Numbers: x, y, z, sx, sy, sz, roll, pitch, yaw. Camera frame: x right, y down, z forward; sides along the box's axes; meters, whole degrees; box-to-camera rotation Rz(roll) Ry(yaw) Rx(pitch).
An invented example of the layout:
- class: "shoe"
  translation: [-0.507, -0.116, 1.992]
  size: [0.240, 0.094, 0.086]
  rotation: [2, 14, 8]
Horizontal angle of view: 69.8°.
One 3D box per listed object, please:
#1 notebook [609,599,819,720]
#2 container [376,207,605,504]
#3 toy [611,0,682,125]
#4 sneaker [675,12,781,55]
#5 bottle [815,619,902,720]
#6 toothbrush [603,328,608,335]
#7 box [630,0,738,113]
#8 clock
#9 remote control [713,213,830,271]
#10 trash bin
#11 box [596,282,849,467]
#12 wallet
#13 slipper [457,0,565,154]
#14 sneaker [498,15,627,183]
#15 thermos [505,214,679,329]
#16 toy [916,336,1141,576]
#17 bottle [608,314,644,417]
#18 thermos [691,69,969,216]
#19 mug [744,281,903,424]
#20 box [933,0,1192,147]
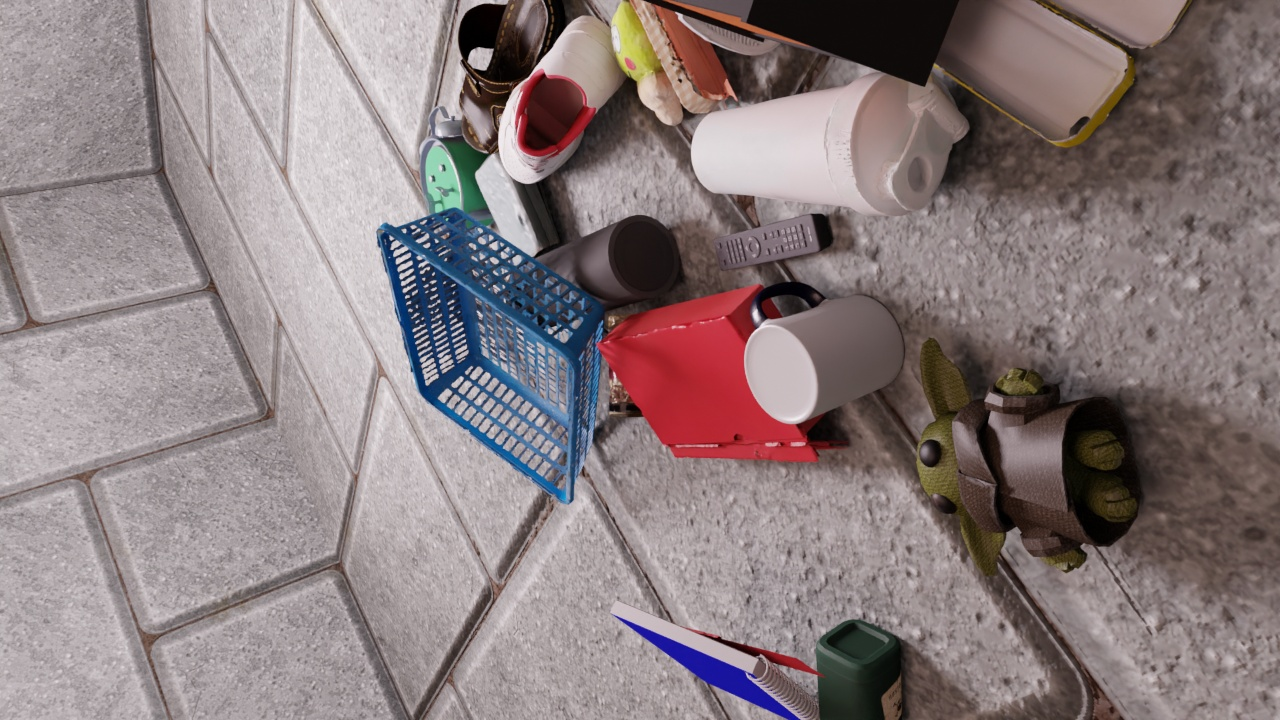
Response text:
- class: "notebook"
  translation: [0.089, 0.301, 0.882]
  size: [0.172, 0.022, 0.209]
  rotation: [10, 153, 40]
- class: "container"
  translation: [-0.150, -0.003, 1.037]
  size: [0.257, 0.089, 0.363]
  rotation: [34, 152, 14]
- class: "toy"
  translation: [0.008, -0.264, 0.821]
  size: [0.115, 0.046, 0.092]
  rotation: [65, 177, -15]
- class: "sneaker"
  translation: [0.019, -0.328, 0.692]
  size: [0.090, 0.242, 0.090]
  rotation: [-49, 19, 27]
- class: "bottle"
  translation: [0.197, 0.307, 0.824]
  size: [0.061, 0.061, 0.131]
  rotation: [16, 119, 50]
- class: "toothbrush"
  translation: [-0.011, -0.006, 1.020]
  size: [0.189, 0.016, 0.017]
  rotation: [38, 148, 41]
- class: "box"
  translation: [0.028, -0.289, 0.770]
  size: [0.042, 0.082, 0.187]
  rotation: [-33, 76, 44]
- class: "clock"
  translation: [-0.244, -0.246, 1.185]
  size: [0.122, 0.075, 0.161]
  rotation: [-18, 90, 58]
- class: "remote control"
  translation: [0.110, -0.101, 0.790]
  size: [0.137, 0.015, 0.032]
  rotation: [-4, 103, 59]
- class: "trash bin"
  translation: [0.093, -0.269, 0.556]
  size: [0.172, 0.139, 0.140]
  rotation: [42, 120, 51]
- class: "box"
  translation: [0.066, 0.014, 0.843]
  size: [0.215, 0.153, 0.164]
  rotation: [-6, 76, 57]
- class: "wallet"
  translation: [-0.145, -0.182, 1.095]
  size: [0.100, 0.054, 0.131]
  rotation: [-10, 99, 66]
- class: "slipper"
  translation: [-0.161, -0.322, 1.023]
  size: [0.113, 0.075, 0.269]
  rotation: [64, 147, 13]
- class: "sneaker"
  translation: [-0.100, -0.236, 0.929]
  size: [0.090, 0.104, 0.237]
  rotation: [38, 147, -14]
- class: "thermos"
  translation: [-0.060, -0.088, 0.987]
  size: [0.241, 0.082, 0.082]
  rotation: [-11, 97, 57]
- class: "toy"
  translation: [0.252, 0.071, 0.609]
  size: [0.153, 0.078, 0.179]
  rotation: [-5, 104, 58]
- class: "bottle"
  translation: [-0.006, 0.006, 0.955]
  size: [0.056, 0.056, 0.105]
  rotation: [-2, 89, 56]
- class: "thermos"
  translation: [0.128, -0.158, 0.669]
  size: [0.221, 0.099, 0.099]
  rotation: [18, 120, 56]
- class: "mug"
  translation: [0.134, -0.015, 0.721]
  size: [0.112, 0.096, 0.079]
  rotation: [58, 145, 20]
- class: "box"
  translation: [0.217, -0.232, 0.552]
  size: [0.209, 0.036, 0.130]
  rotation: [50, 131, 31]
